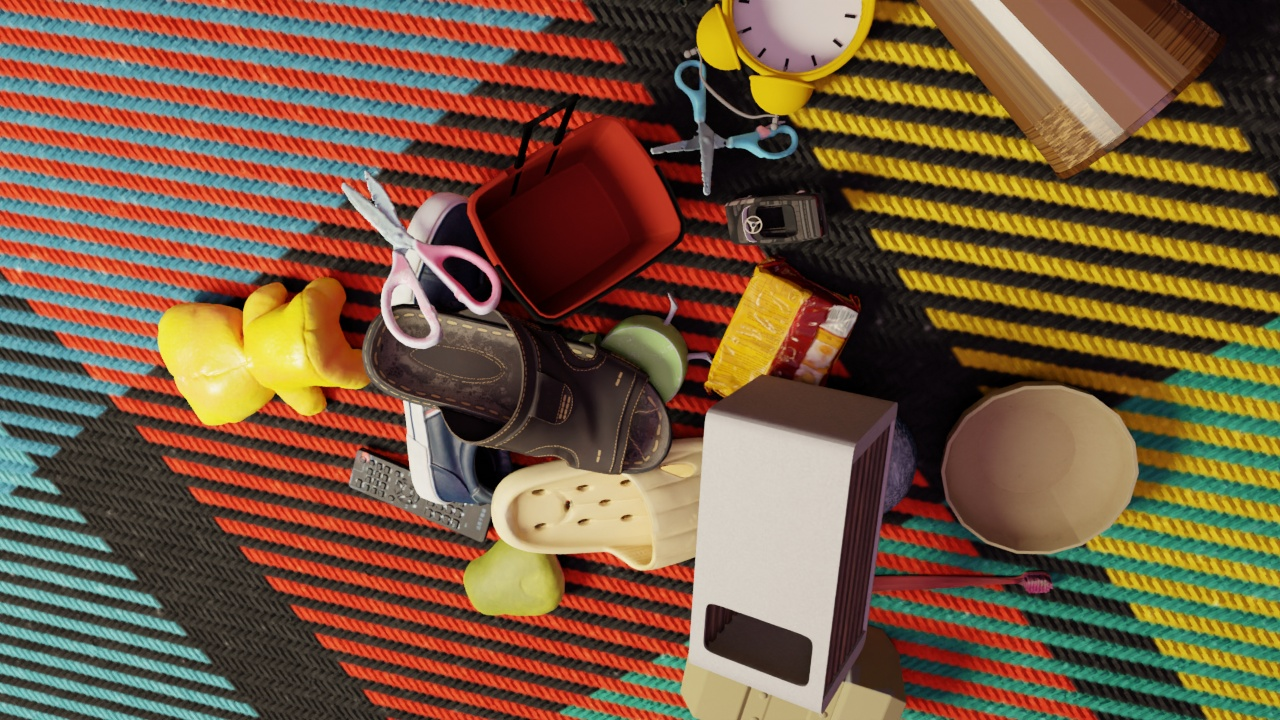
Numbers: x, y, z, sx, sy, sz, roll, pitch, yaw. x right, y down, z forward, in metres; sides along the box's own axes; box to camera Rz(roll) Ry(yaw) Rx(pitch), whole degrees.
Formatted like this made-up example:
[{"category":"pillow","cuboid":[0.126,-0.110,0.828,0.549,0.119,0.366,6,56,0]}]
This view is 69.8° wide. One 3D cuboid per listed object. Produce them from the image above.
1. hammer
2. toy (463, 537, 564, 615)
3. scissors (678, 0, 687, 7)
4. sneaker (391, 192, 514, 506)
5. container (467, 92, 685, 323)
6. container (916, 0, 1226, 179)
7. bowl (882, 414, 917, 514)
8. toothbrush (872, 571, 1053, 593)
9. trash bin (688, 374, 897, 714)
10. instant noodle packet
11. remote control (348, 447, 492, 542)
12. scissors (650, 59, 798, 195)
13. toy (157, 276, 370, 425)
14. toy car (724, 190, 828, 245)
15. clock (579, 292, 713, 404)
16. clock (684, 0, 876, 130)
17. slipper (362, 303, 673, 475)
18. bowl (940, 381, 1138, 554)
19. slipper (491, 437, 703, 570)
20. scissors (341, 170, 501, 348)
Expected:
[{"category":"hammer","cuboid":[0.113,0.400,0.894,0.190,0.100,0.325,16,110,5]},{"category":"toy","cuboid":[-0.128,0.213,0.907,0.110,0.051,0.090,-19,101,18]},{"category":"scissors","cuboid":[0.017,-0.348,0.718,0.127,0.019,0.142,19,108,5]},{"category":"sneaker","cuboid":[-0.137,0.000,0.814,0.127,0.120,0.295,8,112,21]},{"category":"container","cuboid":[-0.049,-0.110,0.694,0.148,0.201,0.127,-34,99,-12]},{"category":"container","cuboid":[0.292,-0.235,0.649,0.167,0.132,0.132,45,110,1]},{"category":"bowl","cuboid":[0.186,0.096,0.805,0.114,0.060,0.114,3,108,11]},{"category":"toothbrush","cuboid":[0.278,0.207,0.845,0.190,0.016,0.016,-4,107,12]},{"category":"trash bin","cuboid":[0.122,0.143,0.745,0.115,0.114,0.229,13,111,28]},{"category":"instant noodle packet","cuboid":[0.122,-0.015,0.793,0.098,0.039,0.136,23,110,0]},{"category":"remote control","cuboid":[-0.216,0.132,0.915,0.150,0.022,0.047,22,111,5]},{"category":"scissors","cuboid":[0.060,-0.191,0.731,0.133,0.135,0.015,66,148,16]},{"category":"toy","cuboid":[-0.358,0.001,0.866,0.194,0.087,0.134,-9,109,13]},{"category":"toy car","cuboid":[0.109,-0.115,0.750,0.092,0.037,0.040,4,113,44]},{"category":"clock","cuboid":[-0.005,0.005,0.822,0.119,0.042,0.094,-32,98,19]},{"category":"clock","cuboid":[0.112,-0.262,0.711,0.113,0.052,0.152,39,106,-3]},{"category":"slipper","cuboid":[-0.090,0.024,0.742,0.267,0.076,0.113,20,82,-17]},{"category":"bowl","cuboid":[0.331,0.085,0.778,0.152,0.050,0.152,3,108,10]},{"category":"slipper","cuboid":[-0.002,0.132,0.813,0.261,0.079,0.111,-3,107,-5]},{"category":"scissors","cuboid":[-0.197,-0.082,0.725,0.179,0.016,0.102,43,71,13]}]
